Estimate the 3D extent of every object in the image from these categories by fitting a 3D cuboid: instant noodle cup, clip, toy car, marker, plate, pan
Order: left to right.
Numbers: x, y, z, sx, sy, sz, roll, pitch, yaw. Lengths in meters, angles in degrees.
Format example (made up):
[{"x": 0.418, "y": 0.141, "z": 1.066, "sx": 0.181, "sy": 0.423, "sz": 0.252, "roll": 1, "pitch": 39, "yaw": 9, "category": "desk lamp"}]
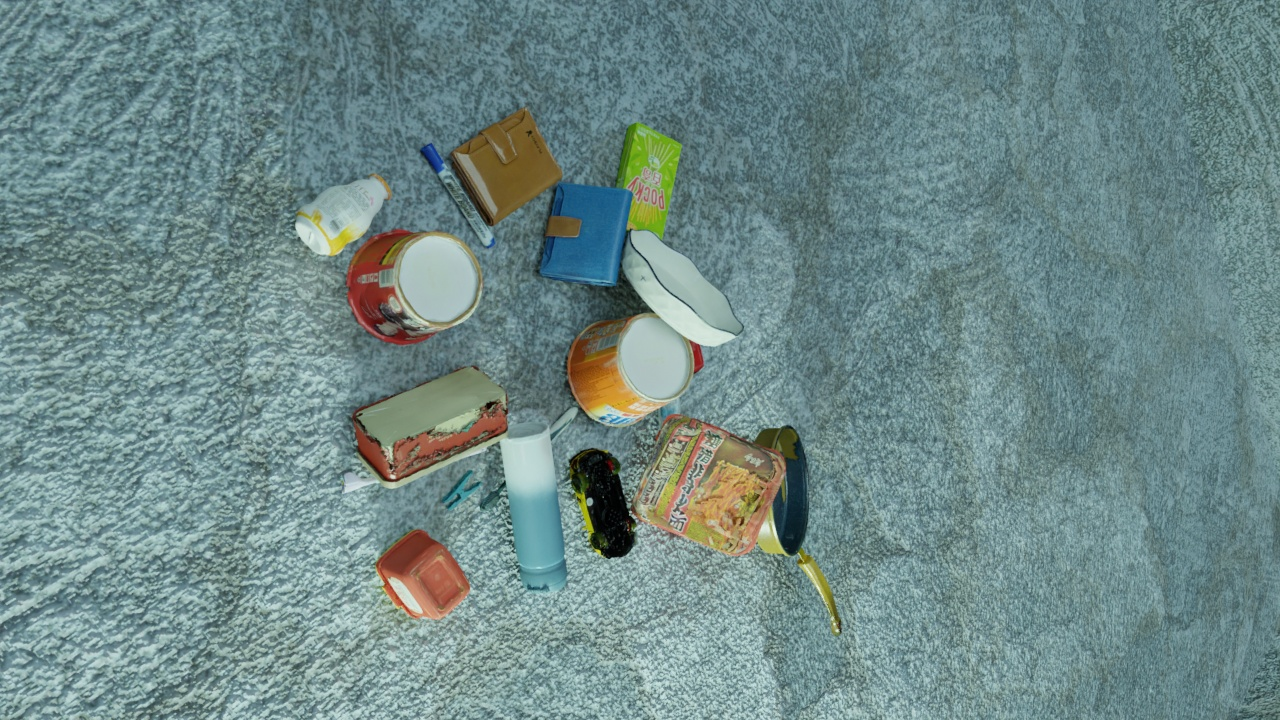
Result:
[{"x": -0.255, "y": -0.087, "z": 1.059, "sx": 0.137, "sy": 0.109, "sz": 0.138, "roll": 1, "pitch": 89, "yaw": -37, "category": "instant noodle cup"}, {"x": -0.225, "y": -0.204, "z": 1.142, "sx": 0.016, "sy": 0.017, "sz": 0.146, "roll": -44, "pitch": 114, "yaw": -29, "category": "marker"}, {"x": -0.222, "y": 0.162, "z": 1.138, "sx": 0.056, "sy": 0.014, "sz": 0.041, "roll": -46, "pitch": 114, "yaw": -28, "category": "clip"}, {"x": -0.052, "y": 0.196, "z": 1.247, "sx": 0.071, "sy": 0.041, "sz": 0.156, "roll": -24, "pitch": 101, "yaw": -35, "category": "toy car"}, {"x": -0.007, "y": 0.007, "z": 1.227, "sx": 0.151, "sy": 0.112, "sz": 0.151, "roll": 8, "pitch": 74, "yaw": -31, "category": "instant noodle cup"}, {"x": 0.052, "y": -0.095, "z": 1.244, "sx": 0.204, "sy": 0.204, "sz": 0.046, "roll": 30, "pitch": 113, "yaw": -33, "category": "plate"}, {"x": 0.058, "y": -0.034, "z": 1.335, "sx": 0.052, "sy": 0.045, "sz": 0.120, "roll": -27, "pitch": 103, "yaw": -36, "category": "toy car"}, {"x": 0.096, "y": 0.170, "z": 1.292, "sx": 0.189, "sy": 0.079, "sz": 0.164, "roll": 23, "pitch": 99, "yaw": -3, "category": "instant noodle cup"}, {"x": 0.246, "y": 0.271, "z": 1.414, "sx": 0.197, "sy": 0.078, "sz": 0.358, "roll": -43, "pitch": 124, "yaw": -58, "category": "pan"}]

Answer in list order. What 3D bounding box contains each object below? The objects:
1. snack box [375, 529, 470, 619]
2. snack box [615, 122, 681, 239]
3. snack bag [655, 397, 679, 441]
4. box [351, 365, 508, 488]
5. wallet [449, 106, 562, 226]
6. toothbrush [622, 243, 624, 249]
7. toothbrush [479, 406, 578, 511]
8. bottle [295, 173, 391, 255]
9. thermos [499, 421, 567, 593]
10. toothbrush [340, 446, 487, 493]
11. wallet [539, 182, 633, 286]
[{"x": -0.251, "y": 0.254, "z": 1.072, "sx": 0.081, "sy": 0.080, "sz": 0.091, "roll": -40, "pitch": 112, "yaw": -30, "category": "snack box"}, {"x": 0.006, "y": -0.251, "z": 1.312, "sx": 0.085, "sy": 0.026, "sz": 0.156, "roll": 19, "pitch": 78, "yaw": -34, "category": "snack box"}, {"x": 0.041, "y": 0.073, "z": 1.328, "sx": 0.045, "sy": 0.026, "sz": 0.105, "roll": -2, "pitch": 92, "yaw": 1, "category": "snack bag"}, {"x": -0.240, "y": 0.068, "z": 1.064, "sx": 0.168, "sy": 0.091, "sz": 0.079, "roll": -25, "pitch": 134, "yaw": -35, "category": "box"}, {"x": -0.171, "y": -0.250, "z": 1.177, "sx": 0.131, "sy": 0.031, "sz": 0.108, "roll": -41, "pitch": 114, "yaw": -32, "category": "wallet"}, {"x": -0.009, "y": -0.144, "z": 1.307, "sx": 0.185, "sy": 0.017, "sz": 0.012, "roll": 37, "pitch": 51, "yaw": -32, "category": "toothbrush"}, {"x": -0.142, "y": 0.127, "z": 1.196, "sx": 0.191, "sy": 0.018, "sz": 0.016, "roll": -47, "pitch": 116, "yaw": -26, "category": "toothbrush"}, {"x": -0.331, "y": -0.168, "z": 1.032, "sx": 0.108, "sy": 0.063, "sz": 0.063, "roll": -46, "pitch": 115, "yaw": -28, "category": "bottle"}, {"x": -0.134, "y": 0.189, "z": 1.160, "sx": 0.070, "sy": 0.070, "sz": 0.220, "roll": -17, "pitch": 108, "yaw": -36, "category": "thermos"}, {"x": -0.267, "y": 0.125, "z": 1.102, "sx": 0.188, "sy": 0.021, "sz": 0.029, "roll": -13, "pitch": 135, "yaw": -38, "category": "toothbrush"}, {"x": -0.072, "y": -0.168, "z": 1.213, "sx": 0.040, "sy": 0.106, "sz": 0.133, "roll": 51, "pitch": 49, "yaw": -73, "category": "wallet"}]
